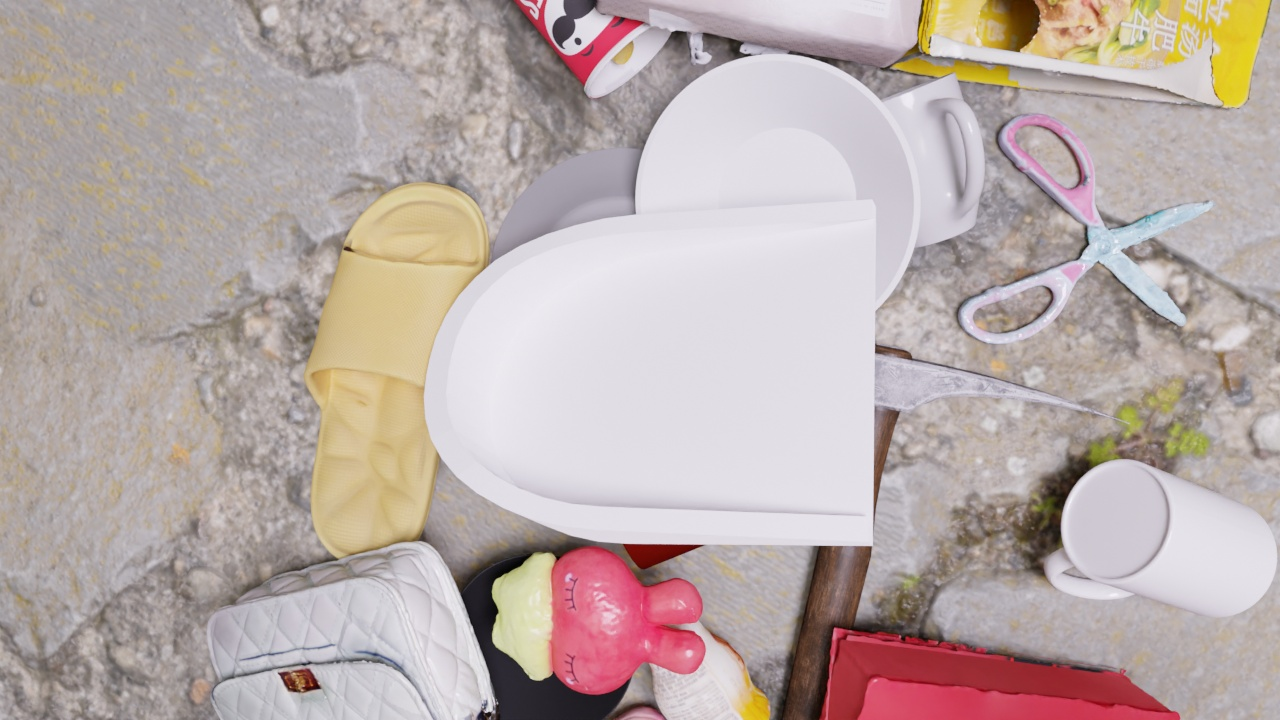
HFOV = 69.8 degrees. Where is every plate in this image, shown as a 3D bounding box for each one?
[{"bbox_3d":[-0.015,-0.051,0.612,0.178,0.012,0.178,0,95,6],"label":"plate"},{"bbox_3d":[0.084,-0.096,0.561,0.174,0.036,0.174,8,111,23],"label":"plate"}]

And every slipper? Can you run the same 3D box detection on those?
[{"bbox_3d":[-0.170,0.012,0.601,0.099,0.078,0.263,12,97,6],"label":"slipper"}]

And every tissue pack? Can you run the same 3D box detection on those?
[{"bbox_3d":[0.065,-0.223,0.520,0.181,0.071,0.104,7,93,-9],"label":"tissue pack"}]

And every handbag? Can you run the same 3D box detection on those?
[{"bbox_3d":[-0.194,0.203,0.591,0.195,0.072,0.139,-19,92,29],"label":"handbag"}]

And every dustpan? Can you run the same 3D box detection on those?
[{"bbox_3d":[-0.003,0.003,0.520,0.258,0.053,0.191,-5,66,27],"label":"dustpan"}]

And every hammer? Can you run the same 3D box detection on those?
[{"bbox_3d":[0.168,0.145,0.599,0.218,0.037,0.300,12,97,4],"label":"hammer"}]

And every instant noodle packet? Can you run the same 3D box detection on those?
[{"bbox_3d":[0.271,-0.245,0.541,0.221,0.084,0.163,7,97,-2],"label":"instant noodle packet"}]

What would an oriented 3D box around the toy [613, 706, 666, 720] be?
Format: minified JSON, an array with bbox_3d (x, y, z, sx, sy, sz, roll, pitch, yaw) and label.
[{"bbox_3d":[-0.062,0.328,0.611,0.192,0.097,0.236,42,90,-8],"label":"toy"}]

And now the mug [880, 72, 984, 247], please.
[{"bbox_3d":[0.173,-0.116,0.542,0.071,0.107,0.089,-23,101,-7],"label":"mug"}]

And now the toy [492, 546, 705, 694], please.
[{"bbox_3d":[-0.026,0.160,0.559,0.135,0.045,0.091,5,97,11],"label":"toy"}]

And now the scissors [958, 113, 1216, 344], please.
[{"bbox_3d":[0.271,-0.069,0.583,0.170,0.013,0.175,44,96,-3],"label":"scissors"}]

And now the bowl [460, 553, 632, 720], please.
[{"bbox_3d":[-0.062,0.183,0.616,0.124,0.052,0.124,0,95,6],"label":"bowl"}]

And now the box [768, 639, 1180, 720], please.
[{"bbox_3d":[0.181,0.305,0.667,0.213,0.376,0.148,10,62,-10],"label":"box"}]

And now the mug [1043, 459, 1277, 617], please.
[{"bbox_3d":[0.304,0.117,0.559,0.090,0.073,0.111,20,136,-21],"label":"mug"}]

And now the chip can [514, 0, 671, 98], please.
[{"bbox_3d":[-0.075,-0.272,0.571,0.069,0.069,0.220,-39,90,7],"label":"chip can"}]

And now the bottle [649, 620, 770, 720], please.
[{"bbox_3d":[0.037,0.207,0.603,0.063,0.063,0.108,-32,92,7],"label":"bottle"}]

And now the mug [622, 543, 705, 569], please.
[{"bbox_3d":[0.021,0.077,0.575,0.082,0.106,0.073,-23,59,7],"label":"mug"}]
